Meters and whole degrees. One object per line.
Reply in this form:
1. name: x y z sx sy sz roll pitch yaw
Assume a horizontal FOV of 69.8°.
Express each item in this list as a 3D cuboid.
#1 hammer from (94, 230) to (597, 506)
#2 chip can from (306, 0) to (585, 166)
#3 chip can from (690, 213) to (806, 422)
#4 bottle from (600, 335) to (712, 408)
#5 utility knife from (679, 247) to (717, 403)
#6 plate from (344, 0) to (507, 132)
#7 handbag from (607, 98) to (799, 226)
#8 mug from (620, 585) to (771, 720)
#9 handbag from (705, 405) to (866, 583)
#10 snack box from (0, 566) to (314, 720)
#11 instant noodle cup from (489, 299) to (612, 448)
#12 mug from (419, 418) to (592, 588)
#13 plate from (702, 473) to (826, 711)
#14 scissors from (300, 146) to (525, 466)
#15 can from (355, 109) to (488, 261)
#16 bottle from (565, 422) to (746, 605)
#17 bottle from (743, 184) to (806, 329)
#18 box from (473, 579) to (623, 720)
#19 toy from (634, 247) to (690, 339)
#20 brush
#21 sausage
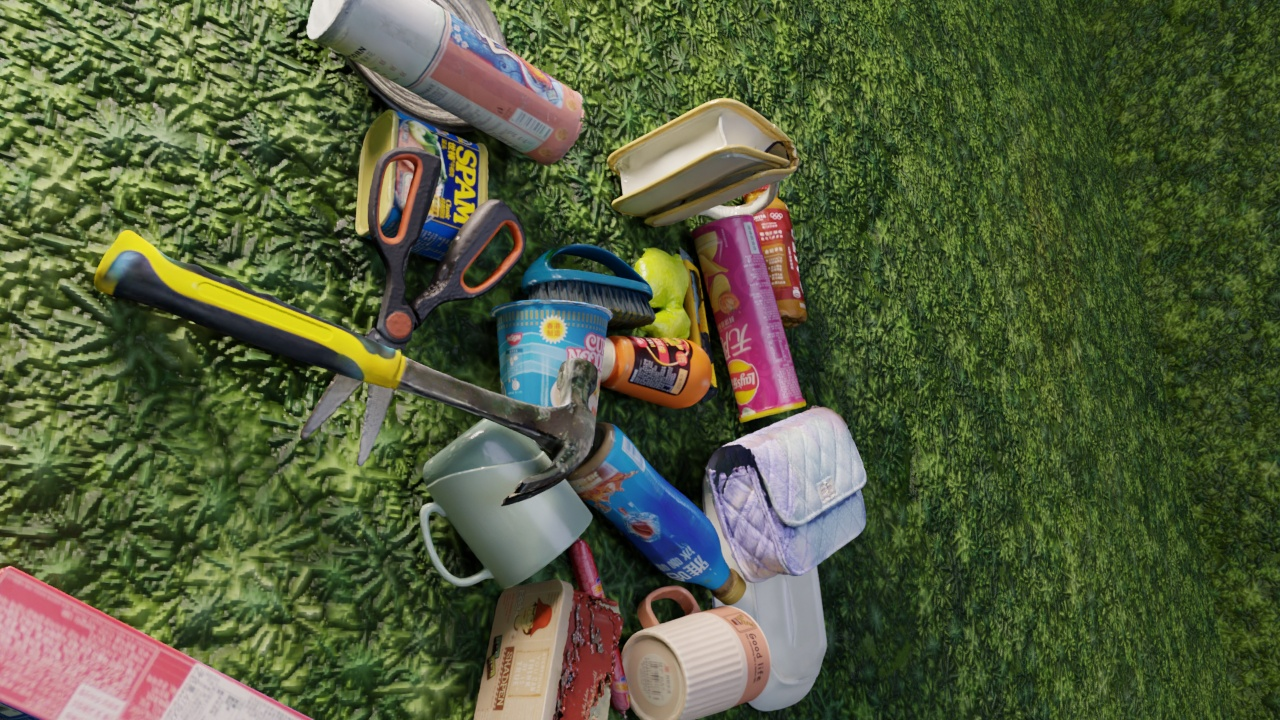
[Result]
1. hammer: -0.176 0.001 0.594 0.323 0.032 0.125 22 45 -20
2. chip can: -0.144 -0.229 0.721 0.214 0.071 0.071 23 60 -40
3. chip can: 0.113 -0.044 0.968 0.071 0.072 0.210 -8 81 -48
4. bottle: -0.005 0.005 0.834 0.149 0.067 0.066 11 68 -37
5. utility knife: 0.058 -0.038 0.947 0.033 0.015 0.167 7 71 -49
6. plate: -0.184 -0.270 0.766 0.179 0.024 0.179 19 62 -40
7. handbag: 0.077 -0.173 0.906 0.178 0.164 0.063 13 68 -45
8. mug: 0.039 0.246 0.782 0.105 0.082 0.114 2 48 -45
9. handbag: 0.149 0.124 0.879 0.193 0.076 0.134 -15 85 -55
10. snack box: -0.262 0.186 0.486 0.207 0.057 0.058 43 46 -28
11. instant noodle cup: -0.072 0.015 0.735 0.099 0.099 0.110 8 78 -45
12. mug: -0.109 0.106 0.663 0.111 0.082 0.106 -39 96 -18
13. plate: 0.133 0.211 0.921 0.161 0.034 0.265 12 67 -45
14. scissors: -0.174 -0.048 0.649 0.226 0.022 0.198 -37 113 -28
15. can: -0.168 -0.131 0.707 0.083 0.057 0.102 15 66 -42
16. bottle: 0.019 0.143 0.802 0.218 0.065 0.065 47 47 -26
17. bottle: 0.148 -0.124 1.045 0.057 0.058 0.174 7 70 -46
18. box: -0.063 0.250 0.652 0.076 0.092 0.168 28 56 -34
19. toy: 0.021 -0.064 0.906 0.096 0.031 0.100 -29 98 -47
20. brush: -0.045 -0.066 0.815 0.143 0.055 0.073 4 73 -46
21. sausage: -0.033 0.217 0.752 0.020 0.020 0.156 -12 85 -49
